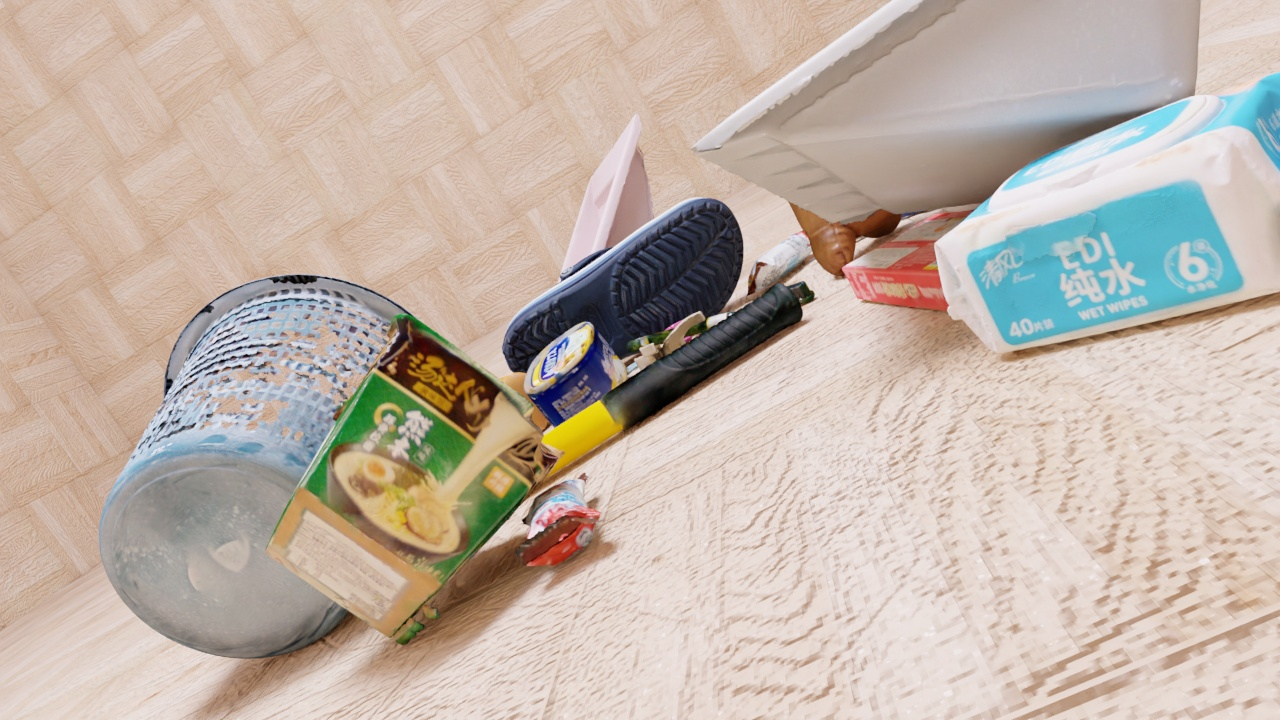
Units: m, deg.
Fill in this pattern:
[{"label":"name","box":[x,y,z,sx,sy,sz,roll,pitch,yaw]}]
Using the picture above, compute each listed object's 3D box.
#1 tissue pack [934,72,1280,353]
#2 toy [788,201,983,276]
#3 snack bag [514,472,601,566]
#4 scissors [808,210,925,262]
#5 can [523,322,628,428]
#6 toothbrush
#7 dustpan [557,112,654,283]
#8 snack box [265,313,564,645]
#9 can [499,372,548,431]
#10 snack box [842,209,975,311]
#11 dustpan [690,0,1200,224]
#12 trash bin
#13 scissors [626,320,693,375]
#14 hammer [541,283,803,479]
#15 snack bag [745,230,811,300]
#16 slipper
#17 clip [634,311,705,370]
[{"label":"tissue pack","box":[0.192,-0.058,0.358,0.089,0.063,0.140,-35,10,-36]},{"label":"toy","box":[0.198,-0.147,0.679,0.139,0.130,0.200,-41,-7,-42]},{"label":"snack bag","box":[-0.041,0.081,0.470,0.045,0.026,0.105,-38,7,-4]},{"label":"scissors","box":[0.228,-0.129,0.804,0.166,0.012,0.155,-33,9,-8]},{"label":"can","box":[-0.054,0.013,0.764,0.075,0.049,0.148,-36,13,7]},{"label":"toothbrush","box":[0.059,-0.033,0.749,0.186,0.017,0.012,-16,34,39]},{"label":"dustpan","box":[-0.069,-0.110,1.009,0.138,0.273,0.223,-10,-6,-16]},{"label":"snack box","box":[-0.123,0.066,0.469,0.119,0.117,0.105,-48,7,43]},{"label":"can","box":[-0.145,0.055,0.840,0.146,0.058,0.058,-21,13,47]},{"label":"snack box","box":[0.180,-0.061,0.537,0.075,0.025,0.153,-30,9,-3]},{"label":"dustpan","box":[0.189,-0.165,0.463,0.258,0.142,0.222,0,-2,30]},{"label":"trash bin","box":[-0.240,0.080,0.613,0.227,0.226,0.194,-29,22,10]},{"label":"scissors","box":[-0.005,0.005,0.805,0.133,0.017,0.054,-35,18,-5]},{"label":"hammer","box":[-0.019,0.036,0.626,0.300,0.033,0.129,-32,10,-8]},{"label":"snack bag","box":[0.131,-0.093,0.853,0.104,0.026,0.048,-35,-23,-33]},{"label":"slipper","box":[-0.015,-0.060,0.871,0.253,0.105,0.095,-32,19,7]},{"label":"clip","box":[0.014,0.000,0.712,0.103,0.035,0.094,-28,7,45]}]
